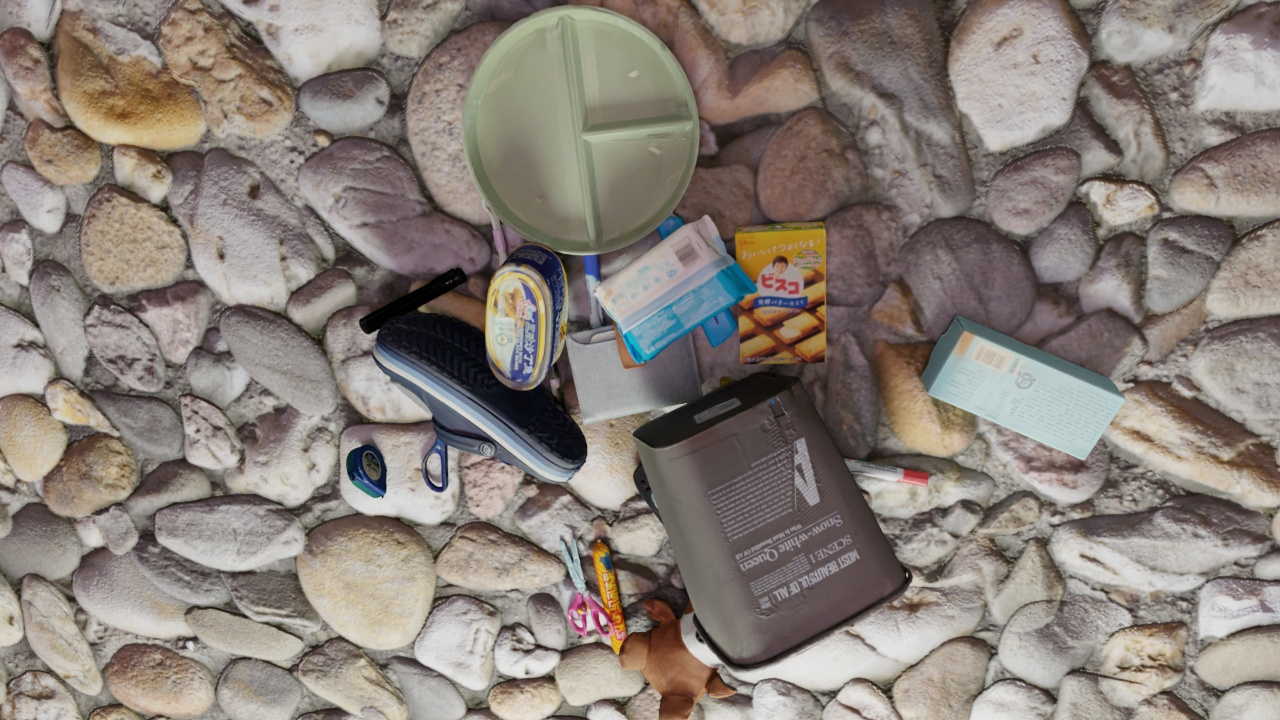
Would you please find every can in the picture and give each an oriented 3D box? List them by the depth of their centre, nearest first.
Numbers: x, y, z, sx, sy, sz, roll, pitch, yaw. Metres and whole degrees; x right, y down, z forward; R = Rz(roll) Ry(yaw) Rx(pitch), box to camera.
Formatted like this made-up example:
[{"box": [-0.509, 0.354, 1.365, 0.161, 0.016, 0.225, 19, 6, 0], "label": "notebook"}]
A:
[{"box": [-0.115, -0.042, 0.921, 0.074, 0.049, 0.148, 14, 124, 8], "label": "can"}]

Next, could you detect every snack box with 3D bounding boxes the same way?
[{"box": [0.373, 0.026, 0.901, 0.175, 0.051, 0.074, 23, 115, 0], "label": "snack box"}, {"box": [0.140, -0.065, 0.912, 0.087, 0.033, 0.140, -1, 110, 9], "label": "snack box"}]

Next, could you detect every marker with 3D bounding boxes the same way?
[{"box": [-0.046, -0.047, 0.957, 0.017, 0.016, 0.146, -1, 112, 9], "label": "marker"}, {"box": [0.232, 0.114, 0.978, 0.145, 0.017, 0.017, 10, 113, 5], "label": "marker"}, {"box": [-0.245, -0.063, 0.979, 0.132, 0.022, 0.020, -25, 69, 17], "label": "marker"}]

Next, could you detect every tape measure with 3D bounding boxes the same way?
[{"box": [-0.314, 0.125, 1.048, 0.025, 0.054, 0.058, -21, 139, 13], "label": "tape measure"}]

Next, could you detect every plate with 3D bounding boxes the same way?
[{"box": [-0.057, -0.216, 0.877, 0.230, 0.027, 0.230, 2, 107, 7], "label": "plate"}]

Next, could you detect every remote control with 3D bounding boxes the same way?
[{"box": [0.045, 0.166, 1.020, 0.053, 0.024, 0.136, -36, 92, 20], "label": "remote control"}]

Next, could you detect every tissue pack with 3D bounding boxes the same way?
[{"box": [0.031, -0.066, 0.887, 0.140, 0.063, 0.090, -34, 89, 14], "label": "tissue pack"}]

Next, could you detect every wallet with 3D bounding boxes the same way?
[{"box": [-0.006, 0.006, 0.949, 0.129, 0.037, 0.107, -11, 109, -1], "label": "wallet"}]

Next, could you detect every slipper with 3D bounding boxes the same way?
[{"box": [-0.171, 0.047, 0.971, 0.253, 0.104, 0.095, 36, 117, -8], "label": "slipper"}]

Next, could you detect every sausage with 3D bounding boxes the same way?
[{"box": [-0.035, 0.282, 1.085, 0.021, 0.021, 0.165, -6, 111, 11], "label": "sausage"}]

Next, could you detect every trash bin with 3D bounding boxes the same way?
[{"box": [0.113, 0.142, 0.887, 0.199, 0.199, 0.220, -25, 98, -9], "label": "trash bin"}]

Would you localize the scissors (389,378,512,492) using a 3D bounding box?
[{"box": [-0.214, 0.079, 1.037, 0.176, 0.012, 0.163, 26, 112, 0], "label": "scissors"}]

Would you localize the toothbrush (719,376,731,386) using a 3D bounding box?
[{"box": [0.103, 0.107, 0.996, 0.016, 0.015, 0.190, -6, 111, 6], "label": "toothbrush"}]

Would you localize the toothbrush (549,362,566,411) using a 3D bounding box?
[{"box": [-0.094, 0.033, 1.000, 0.017, 0.012, 0.186, -4, 111, 17], "label": "toothbrush"}]

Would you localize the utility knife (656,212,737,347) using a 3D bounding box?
[{"box": [0.047, -0.099, 0.921, 0.034, 0.018, 0.185, -23, 105, 18], "label": "utility knife"}]

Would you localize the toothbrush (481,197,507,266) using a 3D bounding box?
[{"box": [-0.136, -0.081, 0.956, 0.020, 0.029, 0.190, 18, 124, 48], "label": "toothbrush"}]

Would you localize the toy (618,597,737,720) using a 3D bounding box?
[{"box": [0.070, 0.308, 1.032, 0.200, 0.130, 0.140, -43, 75, 14], "label": "toy"}]

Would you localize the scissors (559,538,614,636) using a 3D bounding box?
[{"box": [-0.063, 0.268, 1.077, 0.077, 0.017, 0.138, 7, 112, 34], "label": "scissors"}]
